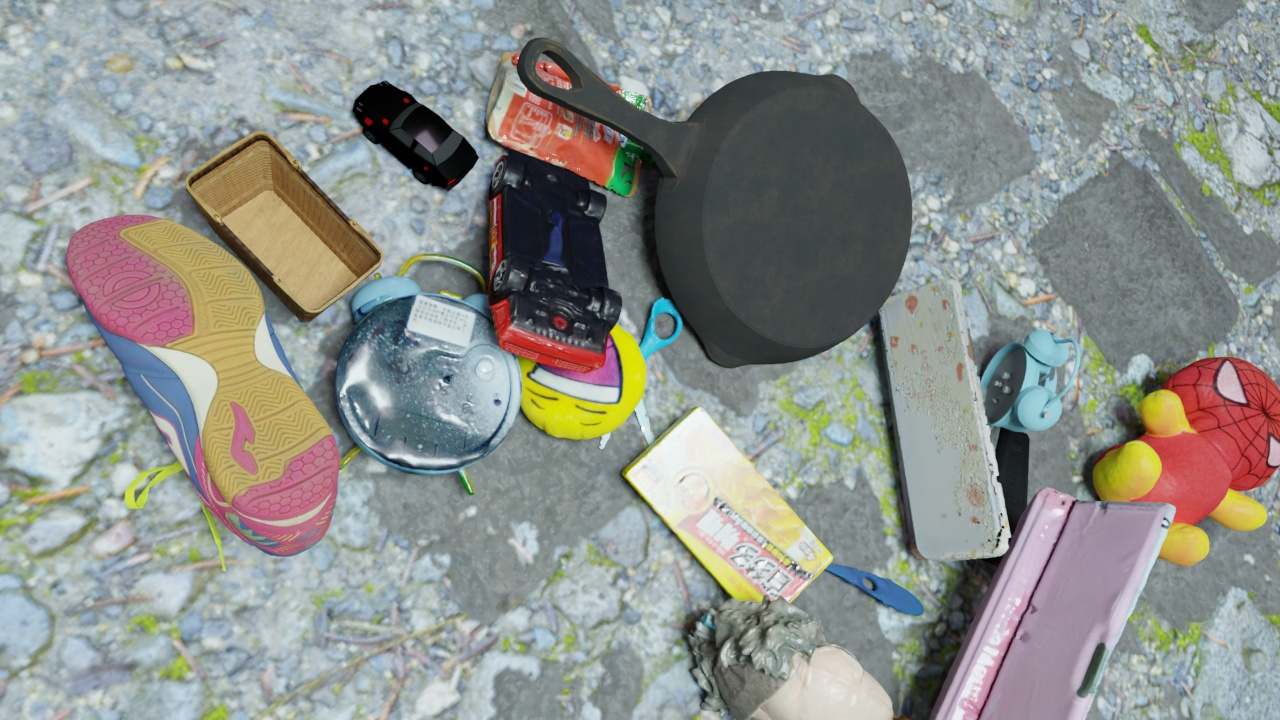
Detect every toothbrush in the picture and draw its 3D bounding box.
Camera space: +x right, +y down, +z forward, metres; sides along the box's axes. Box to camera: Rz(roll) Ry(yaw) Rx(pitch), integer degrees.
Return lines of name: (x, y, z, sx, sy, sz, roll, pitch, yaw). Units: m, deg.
toothbrush: (0.169, 0.170, 0.712, 0.132, 0.016, 0.021, 26, 60, -14)

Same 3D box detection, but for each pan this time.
pan: (0.070, -0.132, 0.675, 0.355, 0.043, 0.248, 26, 86, -28)

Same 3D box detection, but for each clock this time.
clock: (-0.138, 0.003, 0.605, 0.118, 0.060, 0.161, 16, 70, -18)
clock: (0.318, 0.018, 0.754, 0.042, 0.123, 0.087, 20, 69, -6)

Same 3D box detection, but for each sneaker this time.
sneaker: (-0.266, 0.017, 0.547, 0.116, 0.091, 0.242, -29, 69, -31)

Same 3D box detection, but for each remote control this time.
remote control: (0.316, 0.116, 0.790, 0.039, 0.010, 0.124, 22, 68, -16)

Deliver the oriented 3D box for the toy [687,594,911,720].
toy: (0.116, 0.218, 0.610, 0.176, 0.133, 0.076, 34, 56, 8)

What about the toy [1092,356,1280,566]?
toy: (0.499, 0.080, 0.827, 0.215, 0.099, 0.147, -33, 101, -25)

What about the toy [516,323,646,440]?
toy: (-0.044, 0.010, 0.645, 0.095, 0.041, 0.094, 17, 81, 0)

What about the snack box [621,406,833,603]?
snack box: (0.064, 0.113, 0.668, 0.075, 0.025, 0.152, -42, 94, -9)

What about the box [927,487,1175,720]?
box: (0.264, 0.197, 0.646, 0.059, 0.180, 0.232, 30, 74, 5)

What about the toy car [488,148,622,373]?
toy car: (-0.064, -0.074, 0.630, 0.081, 0.056, 0.189, 18, 43, -27)

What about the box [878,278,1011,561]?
box: (0.252, 0.052, 0.748, 0.107, 0.095, 0.216, 10, 71, -48)

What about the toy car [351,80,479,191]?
toy car: (-0.160, -0.163, 0.651, 0.091, 0.036, 0.042, 39, 65, -9)

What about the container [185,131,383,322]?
container: (-0.226, -0.078, 0.586, 0.114, 0.061, 0.063, 46, 65, -3)

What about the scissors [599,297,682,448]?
scissors: (-0.020, 0.005, 0.682, 0.110, 0.015, 0.132, 23, 75, -18)

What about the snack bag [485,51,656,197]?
snack bag: (-0.040, -0.180, 0.707, 0.155, 0.044, 0.087, 14, 76, -23)
